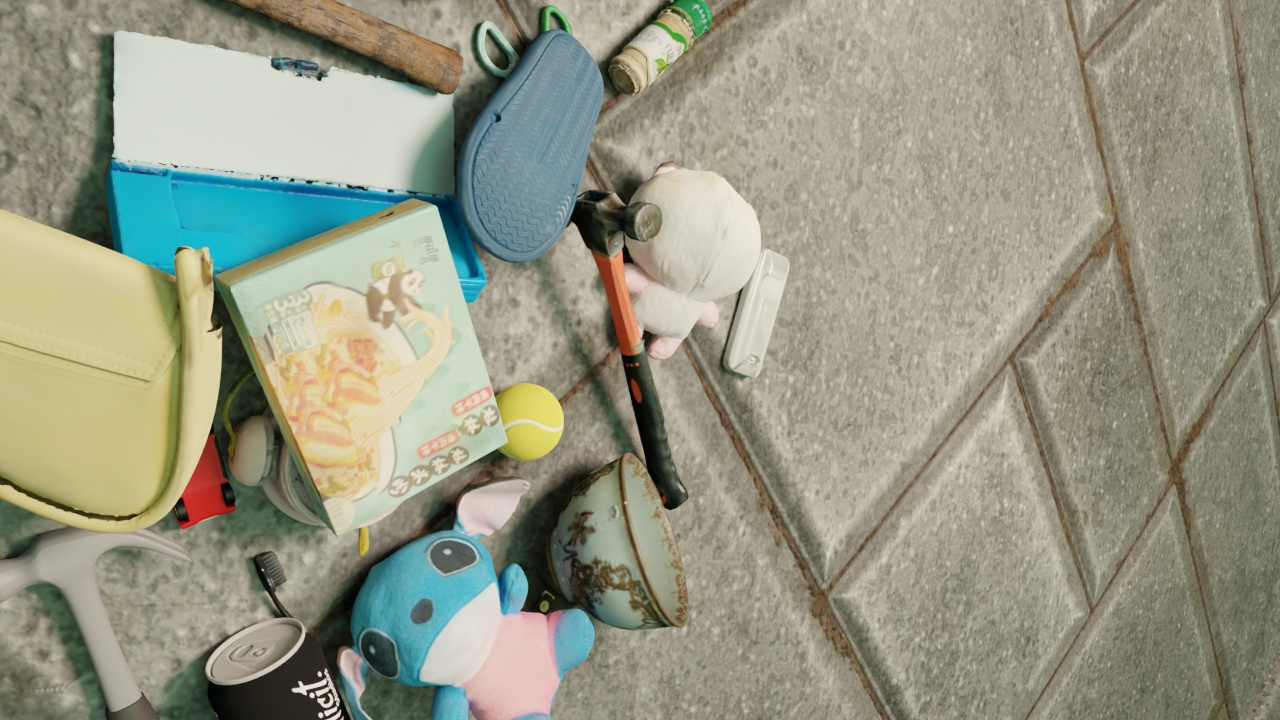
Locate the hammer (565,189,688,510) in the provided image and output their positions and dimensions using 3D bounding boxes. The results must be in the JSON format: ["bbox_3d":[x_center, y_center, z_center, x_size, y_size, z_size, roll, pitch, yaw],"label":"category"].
[{"bbox_3d":[-0.005,0.005,0.823,0.033,0.133,0.333,-35,126,-31],"label":"hammer"}]

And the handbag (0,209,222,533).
[{"bbox_3d":[-0.356,-0.015,0.521,0.232,0.088,0.191,24,105,-25],"label":"handbag"}]

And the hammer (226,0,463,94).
[{"bbox_3d":[-0.266,-0.260,0.606,0.329,0.033,0.120,14,88,-37],"label":"hammer"}]

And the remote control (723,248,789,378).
[{"bbox_3d":[0.124,-0.049,0.961,0.050,0.022,0.133,18,87,-38],"label":"remote control"}]

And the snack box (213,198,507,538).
[{"bbox_3d":[-0.182,0.005,0.628,0.141,0.044,0.194,-29,122,-29],"label":"snack box"}]

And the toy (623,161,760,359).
[{"bbox_3d":[0.038,-0.087,0.846,0.138,0.101,0.180,20,103,-27],"label":"toy"}]

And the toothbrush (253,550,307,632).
[{"bbox_3d":[-0.257,0.227,0.718,0.017,0.014,0.188,-35,118,-37],"label":"toothbrush"}]

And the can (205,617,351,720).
[{"bbox_3d":[-0.260,0.272,0.681,0.080,0.080,0.146,-27,113,-32],"label":"can"}]

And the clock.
[{"bbox_3d":[-0.233,0.059,0.677,0.158,0.059,0.116,48,69,-33],"label":"clock"}]

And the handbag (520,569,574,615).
[{"bbox_3d":[-0.126,0.275,0.800,0.084,0.027,0.177,48,59,-31],"label":"handbag"}]

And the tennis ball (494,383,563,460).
[{"bbox_3d":[-0.098,0.052,0.778,0.065,0.065,0.065,-8,102,-37],"label":"tennis ball"}]

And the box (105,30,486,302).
[{"bbox_3d":[-0.239,-0.123,0.652,0.243,0.060,0.175,-1,74,-38],"label":"box"}]

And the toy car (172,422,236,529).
[{"bbox_3d":[-0.313,0.073,0.640,0.038,0.025,0.089,-20,109,-34],"label":"toy car"}]

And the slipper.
[{"bbox_3d":[-0.091,-0.176,0.730,0.103,0.059,0.213,38,58,-36],"label":"slipper"}]

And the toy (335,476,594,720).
[{"bbox_3d":[-0.130,0.212,0.742,0.191,0.099,0.223,37,67,-11],"label":"toy"}]

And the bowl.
[{"bbox_3d":[-0.028,0.172,0.823,0.094,0.159,0.160,-20,117,10],"label":"bowl"}]

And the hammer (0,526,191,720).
[{"bbox_3d":[-0.350,0.255,0.642,0.124,0.030,0.311,-22,111,-33],"label":"hammer"}]

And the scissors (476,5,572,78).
[{"bbox_3d":[-0.092,-0.236,0.765,0.123,0.012,0.127,4,94,-37],"label":"scissors"}]

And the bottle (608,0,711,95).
[{"bbox_3d":[0.017,-0.284,0.824,0.109,0.043,0.043,-49,123,-20],"label":"bottle"}]
